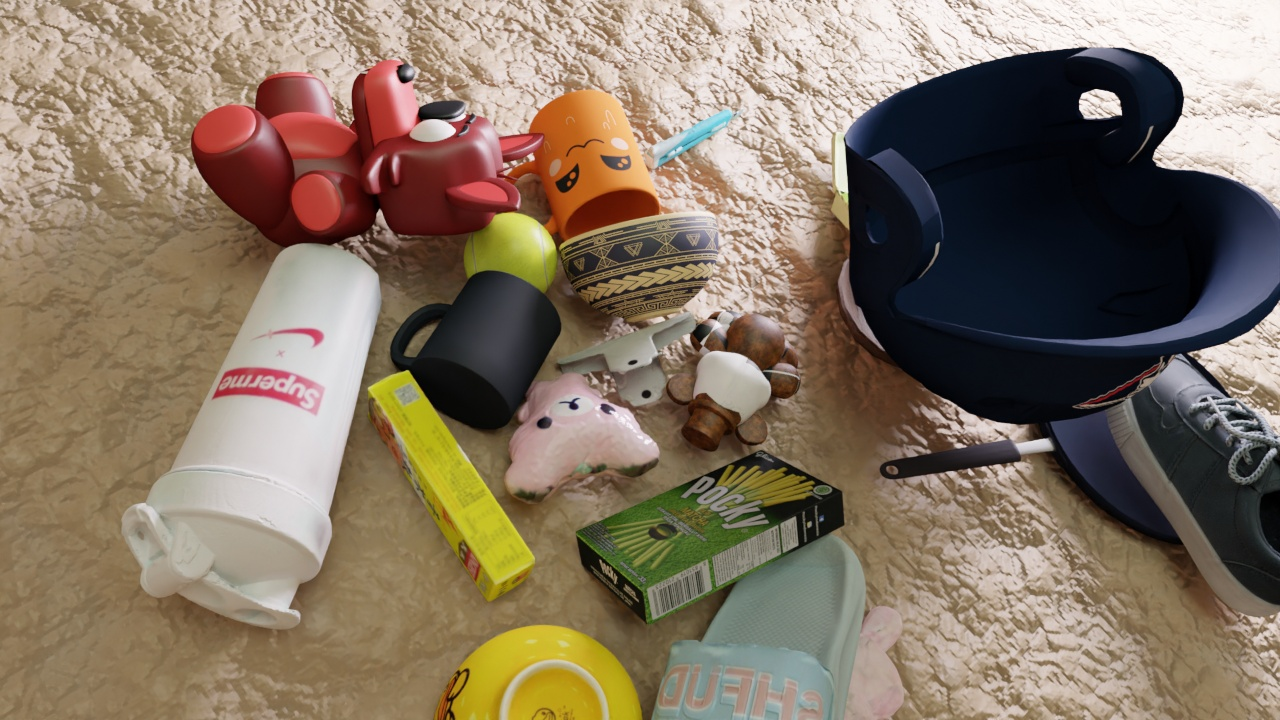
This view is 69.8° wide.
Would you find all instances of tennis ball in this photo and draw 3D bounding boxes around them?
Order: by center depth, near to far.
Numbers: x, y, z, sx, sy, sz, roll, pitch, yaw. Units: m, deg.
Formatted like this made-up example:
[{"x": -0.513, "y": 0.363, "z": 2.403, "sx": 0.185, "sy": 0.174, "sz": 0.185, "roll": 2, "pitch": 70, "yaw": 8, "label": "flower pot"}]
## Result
[{"x": -0.091, "y": -0.070, "z": 0.644, "sx": 0.065, "sy": 0.065, "sz": 0.065, "roll": 8, "pitch": 58, "yaw": -12, "label": "tennis ball"}]

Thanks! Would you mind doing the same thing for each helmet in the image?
[{"x": 0.266, "y": -0.060, "z": 0.602, "sx": 0.232, "sy": 0.223, "sz": 0.272, "roll": -28, "pitch": 28, "yaw": -15, "label": "helmet"}]

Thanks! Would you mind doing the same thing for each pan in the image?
[{"x": 0.336, "y": 0.063, "z": 0.717, "sx": 0.355, "sy": 0.021, "sz": 0.198, "roll": -6, "pitch": 62, "yaw": -21, "label": "pan"}]

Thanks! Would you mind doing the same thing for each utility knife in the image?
[{"x": 0.048, "y": -0.196, "z": 0.789, "sx": 0.123, "sy": 0.022, "sz": 0.015, "roll": -36, "pitch": 68, "yaw": -30, "label": "utility knife"}]

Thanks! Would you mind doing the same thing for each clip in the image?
[{"x": -0.004, "y": 0.003, "z": 0.630, "sx": 0.101, "sy": 0.040, "sz": 0.054, "roll": -21, "pitch": 41, "yaw": 1, "label": "clip"}]

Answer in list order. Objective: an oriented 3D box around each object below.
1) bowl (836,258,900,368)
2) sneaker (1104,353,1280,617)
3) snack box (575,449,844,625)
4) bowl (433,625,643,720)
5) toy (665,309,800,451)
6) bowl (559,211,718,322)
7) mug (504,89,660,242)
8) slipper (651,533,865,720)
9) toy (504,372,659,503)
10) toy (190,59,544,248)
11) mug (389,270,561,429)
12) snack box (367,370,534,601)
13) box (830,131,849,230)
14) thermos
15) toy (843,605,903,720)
[{"x": 0.206, "y": -0.038, "z": 0.734, "sx": 0.117, "sy": 0.030, "sz": 0.117, "roll": 8, "pitch": 58, "yaw": -13, "label": "bowl"}, {"x": 0.429, "y": 0.072, "z": 0.673, "sx": 0.089, "sy": 0.088, "sz": 0.235, "roll": -9, "pitch": 63, "yaw": -21, "label": "sneaker"}, {"x": 0.044, "y": 0.105, "z": 0.573, "sx": 0.147, "sy": 0.025, "sz": 0.080, "roll": -20, "pitch": 24, "yaw": -26, "label": "snack box"}, {"x": -0.051, "y": 0.196, "z": 0.492, "sx": 0.117, "sy": 0.068, "sz": 0.117, "roll": 8, "pitch": 57, "yaw": -12, "label": "bowl"}, {"x": 0.065, "y": 0.013, "z": 0.646, "sx": 0.087, "sy": 0.067, "sz": 0.112, "roll": 31, "pitch": 65, "yaw": 3, "label": "toy"}, {"x": 0.004, "y": -0.061, "z": 0.650, "sx": 0.112, "sy": 0.113, "sz": 0.061, "roll": -11, "pitch": 89, "yaw": -23, "label": "bowl"}, {"x": -0.052, "y": -0.136, "z": 0.697, "sx": 0.112, "sy": 0.078, "sz": 0.096, "roll": -21, "pitch": 65, "yaw": 3, "label": "mug"}, {"x": 0.060, "y": 0.172, "z": 0.501, "sx": 0.244, "sy": 0.104, "sz": 0.074, "roll": -54, "pitch": 127, "yaw": -49, "label": "slipper"}, {"x": -0.046, "y": 0.044, "z": 0.597, "sx": 0.099, "sy": 0.053, "sz": 0.095, "roll": -12, "pitch": 49, "yaw": -13, "label": "toy"}, {"x": -0.170, "y": -0.135, "z": 0.609, "sx": 0.197, "sy": 0.121, "sz": 0.158, "roll": 0, "pitch": 28, "yaw": 1, "label": "toy"}, {"x": -0.115, "y": -0.010, "z": 0.605, "sx": 0.105, "sy": 0.071, "sz": 0.077, "roll": 11, "pitch": 53, "yaw": 22, "label": "mug"}, {"x": -0.118, "y": 0.076, "z": 0.562, "sx": 0.028, "sy": 0.040, "sz": 0.148, "roll": -28, "pitch": 71, "yaw": -29, "label": "snack box"}, {"x": 0.258, "y": -0.132, "z": 0.803, "sx": 0.187, "sy": 0.047, "sz": 0.140, "roll": 9, "pitch": 49, "yaw": -12, "label": "box"}, {"x": -0.213, "y": 0.035, "z": 0.530, "sx": 0.099, "sy": 0.100, "sz": 0.219, "roll": 12, "pitch": 53, "yaw": -10, "label": "thermos"}, {"x": 0.130, "y": 0.188, "z": 0.566, "sx": 0.063, "sy": 0.047, "sz": 0.109, "roll": 29, "pitch": 44, "yaw": 0, "label": "toy"}]
